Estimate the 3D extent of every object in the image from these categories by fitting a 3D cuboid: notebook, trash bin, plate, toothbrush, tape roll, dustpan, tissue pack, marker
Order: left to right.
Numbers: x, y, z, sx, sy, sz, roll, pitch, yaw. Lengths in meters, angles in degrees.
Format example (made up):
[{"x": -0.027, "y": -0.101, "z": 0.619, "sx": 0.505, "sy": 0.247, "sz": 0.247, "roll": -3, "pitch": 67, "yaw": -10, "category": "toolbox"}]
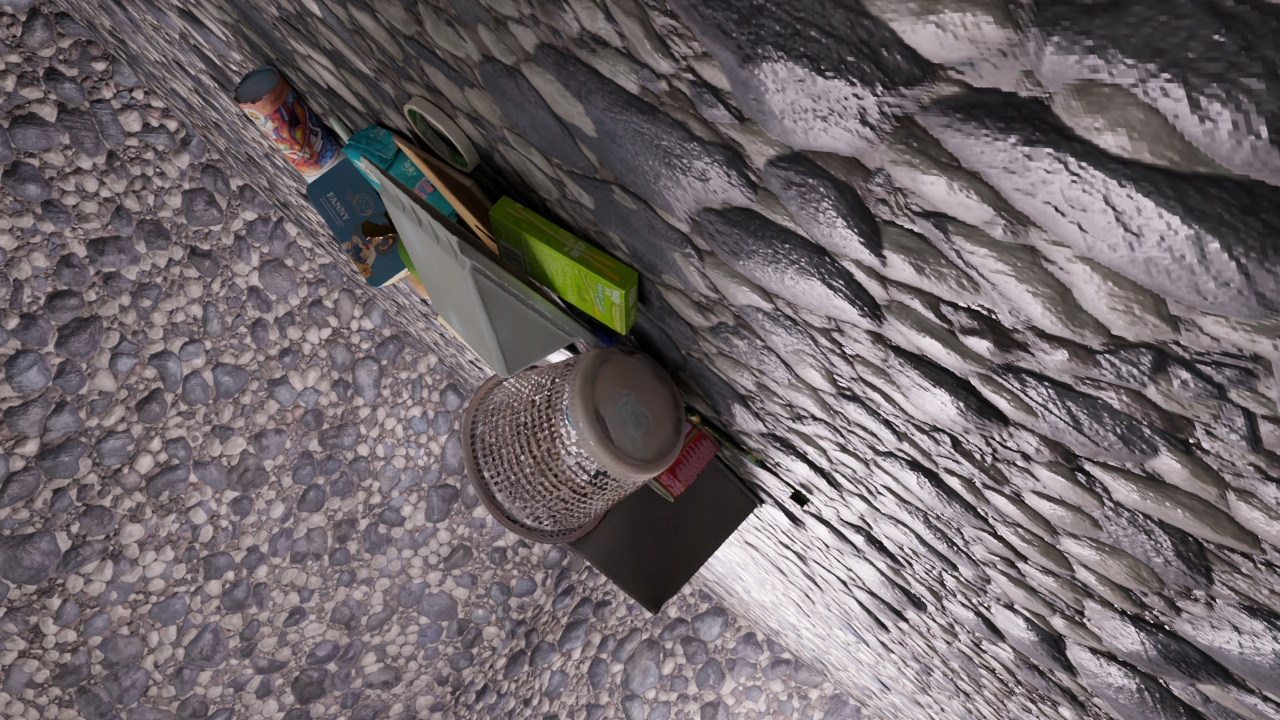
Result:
[{"x": -0.351, "y": -0.253, "z": 1.226, "sx": 0.189, "sy": 0.020, "sz": 0.029, "roll": 55, "pitch": -166, "yaw": -44, "category": "toothbrush"}, {"x": -0.276, "y": -0.211, "z": 1.070, "sx": 0.093, "sy": 0.050, "sz": 0.133, "roll": 30, "pitch": 164, "yaw": 34, "category": "tissue pack"}, {"x": -0.191, "y": -0.216, "z": 0.880, "sx": 0.086, "sy": 0.014, "sz": 0.086, "roll": 39, "pitch": 168, "yaw": 9, "category": "tape roll"}, {"x": -0.175, "y": -0.157, "z": 1.019, "sx": 0.149, "sy": 0.012, "sz": 0.211, "roll": 34, "pitch": 170, "yaw": 35, "category": "notebook"}, {"x": -0.147, "y": -0.101, "z": 0.972, "sx": 0.223, "sy": 0.142, "sz": 0.258, "roll": 40, "pitch": 153, "yaw": 40, "category": "dustpan"}, {"x": -0.170, "y": -0.015, "z": 1.354, "sx": 0.179, "sy": 0.024, "sz": 0.179, "roll": 17, "pitch": 166, "yaw": 4, "category": "plate"}, {"x": -0.062, "y": 0.083, "z": 1.059, "sx": 0.227, "sy": 0.226, "sz": 0.193, "roll": 44, "pitch": 138, "yaw": -16, "category": "trash bin"}, {"x": -0.007, "y": 0.006, "z": 1.099, "sx": 0.146, "sy": 0.017, "sz": 0.017, "roll": 44, "pitch": 168, "yaw": -14, "category": "marker"}, {"x": 0.015, "y": 0.218, "z": 1.308, "sx": 0.199, "sy": 0.219, "sz": 0.199, "roll": 44, "pitch": 168, "yaw": -21, "category": "trash bin"}, {"x": 0.121, "y": 0.113, "z": 1.085, "sx": 0.186, "sy": 0.017, "sz": 0.012, "roll": 37, "pitch": 170, "yaw": 17, "category": "toothbrush"}]

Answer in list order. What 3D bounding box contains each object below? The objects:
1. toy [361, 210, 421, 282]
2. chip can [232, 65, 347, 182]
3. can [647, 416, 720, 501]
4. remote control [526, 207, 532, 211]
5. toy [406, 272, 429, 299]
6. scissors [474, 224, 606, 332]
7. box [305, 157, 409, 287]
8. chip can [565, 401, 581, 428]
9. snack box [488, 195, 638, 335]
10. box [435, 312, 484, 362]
[{"x": -0.235, "y": -0.118, "z": 1.182, "sx": 0.246, "sy": 0.090, "sz": 0.227, "roll": 37, "pitch": -173, "yaw": -14, "category": "toy"}, {"x": -0.465, "y": -0.303, "z": 1.269, "sx": 0.071, "sy": 0.071, "sz": 0.215, "roll": 33, "pitch": 165, "yaw": 33, "category": "chip can"}, {"x": 0.048, "y": 0.125, "z": 1.169, "sx": 0.066, "sy": 0.093, "sz": 0.066, "roll": 39, "pitch": 168, "yaw": 10, "category": "can"}, {"x": -0.083, "y": -0.102, "z": 0.940, "sx": 0.135, "sy": 0.019, "sz": 0.056, "roll": 46, "pitch": 166, "yaw": -23, "category": "remote control"}, {"x": -0.257, "y": -0.103, "z": 1.341, "sx": 0.226, "sy": 0.082, "sz": 0.143, "roll": 31, "pitch": 180, "yaw": 28, "category": "toy"}, {"x": -0.102, "y": -0.085, "z": 0.972, "sx": 0.146, "sy": 0.014, "sz": 0.172, "roll": 47, "pitch": -170, "yaw": 29, "category": "scissors"}, {"x": -0.377, "y": -0.194, "z": 1.263, "sx": 0.184, "sy": 0.090, "sz": 0.061, "roll": 54, "pitch": -171, "yaw": -7, "category": "box"}, {"x": -0.066, "y": 0.074, "z": 1.382, "sx": 0.071, "sy": 0.071, "sz": 0.210, "roll": 42, "pitch": 168, "yaw": -5, "category": "chip can"}, {"x": -0.072, "y": -0.090, "z": 0.876, "sx": 0.156, "sy": 0.026, "sz": 0.086, "roll": 31, "pitch": 158, "yaw": 15, "category": "snack box"}, {"x": -0.283, "y": -0.040, "z": 1.619, "sx": 0.168, "sy": 0.080, "sz": 0.091, "roll": 43, "pitch": 167, "yaw": -8, "category": "box"}]
